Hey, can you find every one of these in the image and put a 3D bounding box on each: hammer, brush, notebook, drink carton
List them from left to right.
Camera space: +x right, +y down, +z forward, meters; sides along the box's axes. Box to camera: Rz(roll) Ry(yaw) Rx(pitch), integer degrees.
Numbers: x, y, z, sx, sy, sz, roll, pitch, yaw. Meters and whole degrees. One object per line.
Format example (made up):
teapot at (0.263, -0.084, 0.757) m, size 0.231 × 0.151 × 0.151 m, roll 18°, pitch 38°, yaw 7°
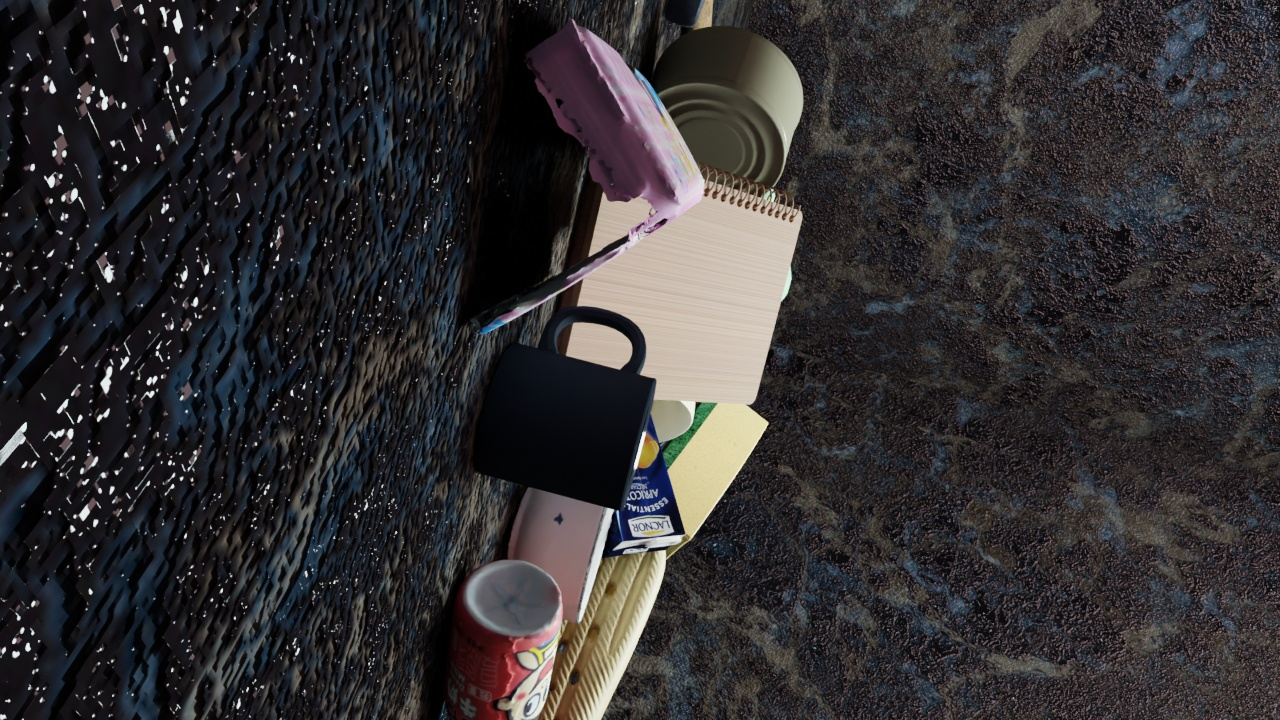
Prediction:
drink carton at (-0.013, 0.096, 0.761) m, size 0.040 × 0.064 × 0.130 m, roll -50°, pitch -132°, yaw 49°
brush at (0.028, 0.161, 1.060) m, size 0.194 × 0.075 × 0.251 m, roll -48°, pitch 175°, yaw -42°
notebook at (0.033, -0.055, 0.658) m, size 0.210 × 0.022 × 0.169 m, roll 5°, pitch 101°, yaw -46°
hammer at (0.056, -0.329, 0.879) m, size 0.321 × 0.040 × 0.129 m, roll 26°, pitch 82°, yaw -87°

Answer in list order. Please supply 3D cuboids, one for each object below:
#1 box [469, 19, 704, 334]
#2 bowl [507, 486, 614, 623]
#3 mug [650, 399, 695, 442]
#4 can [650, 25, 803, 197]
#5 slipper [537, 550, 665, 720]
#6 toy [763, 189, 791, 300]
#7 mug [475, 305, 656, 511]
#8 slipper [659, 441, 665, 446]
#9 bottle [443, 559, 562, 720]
box at (-0.032, -0.090, 0.458) m, size 0.086 × 0.106 × 0.230 m, roll 60°, pitch 11°, yaw -7°
bowl at (-0.057, 0.125, 0.661) m, size 0.113 × 0.063 × 0.113 m, roll 19°, pitch 86°, yaw -87°
mug at (-0.005, 0.005, 0.843) m, size 0.120 × 0.096 × 0.099 m, roll 42°, pitch 39°, yaw -40°
can at (0.063, -0.194, 0.746) m, size 0.128 × 0.128 × 0.073 m, roll 100°, pitch 8°, yaw -53°
slipper at (-0.054, 0.221, 0.742) m, size 0.079 × 0.111 × 0.260 m, roll 97°, pitch 12°, yaw -46°
toy at (0.047, -0.094, 0.819) m, size 0.171 × 0.222 × 0.120 m, roll -39°, pitch 133°, yaw -6°
mug at (-0.033, 0.020, 0.485) m, size 0.071 × 0.077 × 0.105 m, roll 96°, pitch 9°, yaw -67°
slipper at (-0.005, 0.081, 1.123) m, size 0.105 × 0.095 × 0.252 m, roll 94°, pitch 14°, yaw -59°
bottle at (-0.082, 0.184, 0.528) m, size 0.061 × 0.062 × 0.138 m, roll -70°, pitch 172°, yaw -59°
